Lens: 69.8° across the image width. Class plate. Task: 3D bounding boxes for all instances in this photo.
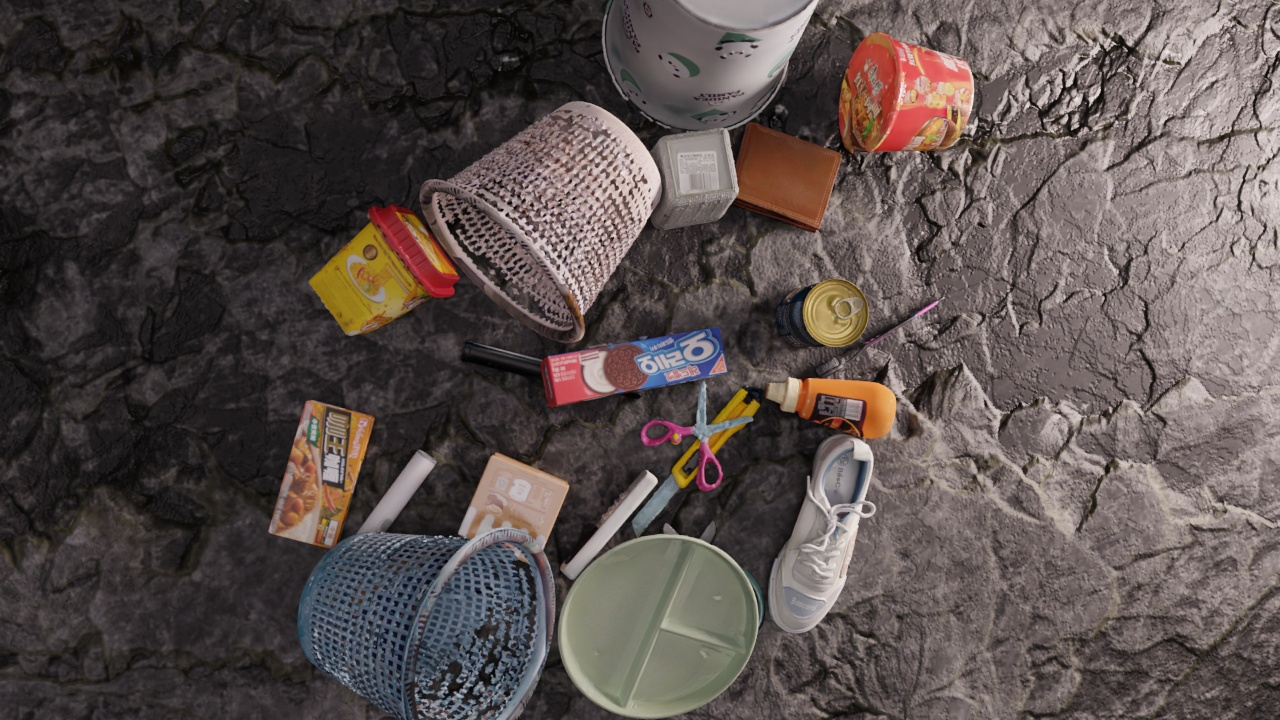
[{"bbox_3d":[0.020,0.300,1.042,0.230,0.027,0.230,-2,103,-8],"label":"plate"}]

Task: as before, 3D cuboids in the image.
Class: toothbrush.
[{"bbox_3d":[-0.306,0.197,1.033,0.221,0.026,0.026,-54,132,-5],"label":"toothbrush"},{"bbox_3d":[-0.101,0.013,1.064,0.212,0.026,0.027,14,51,-8],"label":"toothbrush"},{"bbox_3d":[0.292,-0.031,1.116,0.189,0.014,0.018,-32,80,-7],"label":"toothbrush"}]

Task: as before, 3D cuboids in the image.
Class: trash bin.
[{"bbox_3d":[-0.090,-0.163,0.989,0.227,0.228,0.191,42,72,-4],"label":"trash bin"},{"bbox_3d":[0.083,-0.391,0.982,0.229,0.252,0.229,0,87,-7],"label":"trash bin"},{"bbox_3d":[-0.229,0.266,0.940,0.195,0.226,0.226,7,87,30],"label":"trash bin"}]

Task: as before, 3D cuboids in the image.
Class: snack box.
[{"bbox_3d":[-0.357,0.127,1.030,0.075,0.026,0.153,15,87,-6],"label":"snack box"},{"bbox_3d":[-0.141,0.164,1.028,0.093,0.077,0.094,23,85,-6],"label":"snack box"},{"bbox_3d":[-0.006,0.006,1.044,0.207,0.057,0.058,-10,86,-16],"label":"snack box"}]

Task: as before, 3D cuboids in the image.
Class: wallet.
[{"bbox_3d":[0.172,-0.220,1.100,0.124,0.032,0.101,18,83,-6],"label":"wallet"}]

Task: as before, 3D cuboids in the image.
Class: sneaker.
[{"bbox_3d":[0.217,0.204,1.061,0.089,0.091,0.242,18,87,-5],"label":"sneaker"}]

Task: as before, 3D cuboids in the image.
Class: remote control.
[{"bbox_3d":[-0.037,0.186,1.048,0.021,0.058,0.150,42,84,-1],"label":"remote control"}]

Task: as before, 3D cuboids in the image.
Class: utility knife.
[{"bbox_3d":[0.067,0.117,1.084,0.033,0.015,0.230,41,85,-1],"label":"utility knife"}]

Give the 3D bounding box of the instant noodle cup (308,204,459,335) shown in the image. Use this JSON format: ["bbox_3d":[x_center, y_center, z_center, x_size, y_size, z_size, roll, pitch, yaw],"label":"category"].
[{"bbox_3d":[-0.283,-0.094,1.008,0.124,0.116,0.116,-35,92,5],"label":"instant noodle cup"}]

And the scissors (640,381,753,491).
[{"bbox_3d":[0.069,0.090,1.073,0.133,0.017,0.136,-14,71,0],"label":"scissors"}]

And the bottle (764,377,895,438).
[{"bbox_3d":[0.221,0.049,1.083,0.149,0.067,0.066,11,87,1],"label":"bottle"}]

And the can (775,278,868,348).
[{"bbox_3d":[0.206,-0.052,1.057,0.075,0.111,0.075,0,90,-8],"label":"can"}]

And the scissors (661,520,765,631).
[{"bbox_3d":[0.059,0.281,1.077,0.170,0.019,0.175,-44,95,-5],"label":"scissors"}]

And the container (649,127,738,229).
[{"bbox_3d":[0.057,-0.208,1.042,0.090,0.114,0.090,-11,89,-7],"label":"container"}]

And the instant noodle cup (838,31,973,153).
[{"bbox_3d":[0.311,-0.307,1.070,0.108,0.138,0.138,1,88,-15],"label":"instant noodle cup"}]
